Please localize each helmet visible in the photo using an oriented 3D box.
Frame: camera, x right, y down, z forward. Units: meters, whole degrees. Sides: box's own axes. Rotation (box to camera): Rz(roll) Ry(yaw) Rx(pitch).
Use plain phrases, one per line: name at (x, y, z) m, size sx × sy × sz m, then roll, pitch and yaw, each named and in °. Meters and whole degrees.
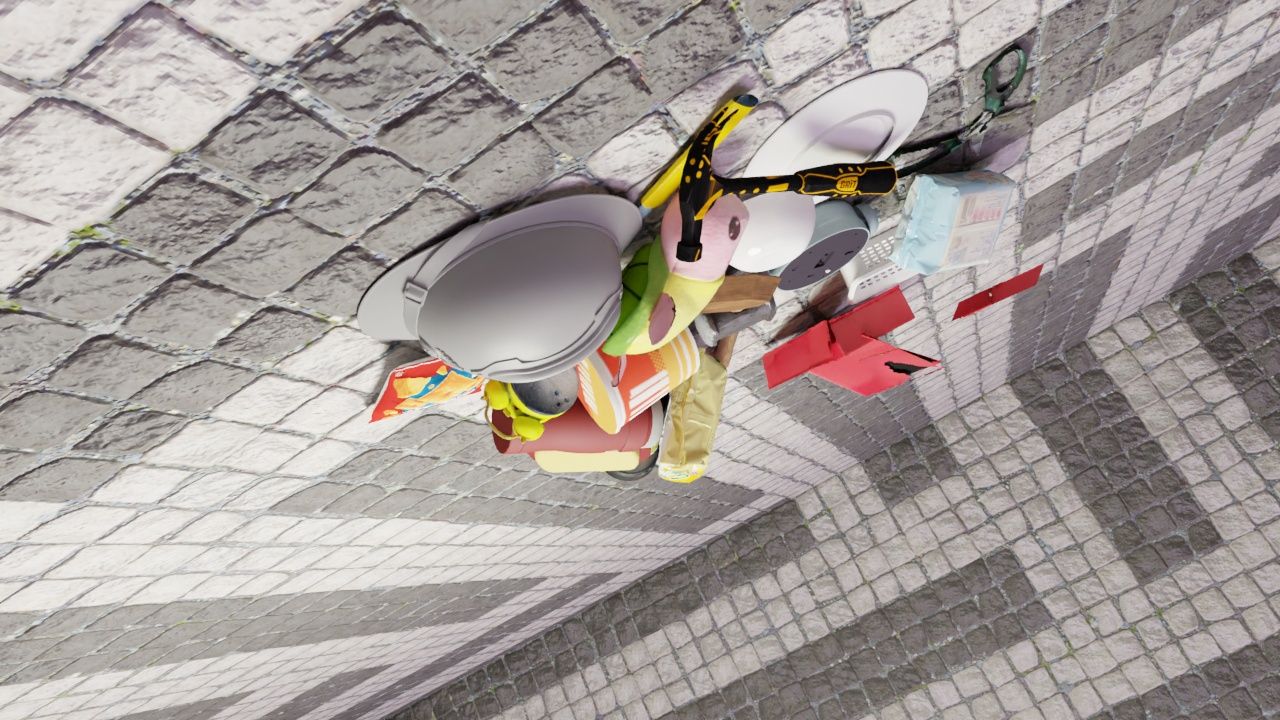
helmet at (-0.104, -0.036, 0.813) m, size 0.271 × 0.117 × 0.183 m, roll -23°, pitch 160°, yaw -4°

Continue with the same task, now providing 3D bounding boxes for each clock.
clock at (0.213, -0.136, 1.073) m, size 0.159 × 0.045 × 0.123 m, roll -19°, pitch 159°, yaw -24°
clock at (-0.121, 0.036, 1.003) m, size 0.118 × 0.083 × 0.057 m, roll -47°, pitch -173°, yaw -34°

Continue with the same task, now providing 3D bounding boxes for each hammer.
hammer at (0.145, -0.165, 0.836) m, size 0.319 × 0.036 × 0.123 m, roll -15°, pitch 122°, yaw -45°
hammer at (0.116, -0.020, 1.250) m, size 0.098 × 0.052 × 0.329 m, roll -24°, pitch 164°, yaw -7°

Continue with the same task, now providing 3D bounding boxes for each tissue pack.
tissue pack at (0.378, -0.170, 1.106) m, size 0.181 × 0.070 × 0.112 m, roll -14°, pitch 123°, yaw -43°

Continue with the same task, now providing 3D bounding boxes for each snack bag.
snack bag at (-0.205, 0.019, 0.941) m, size 0.130 × 0.039 × 0.144 m, roll -17°, pitch 165°, yaw -32°
snack bag at (0.070, 0.082, 1.241) m, size 0.068 × 0.159 × 0.247 m, roll 11°, pitch 169°, yaw 3°

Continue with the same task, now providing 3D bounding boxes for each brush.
brush at (-0.072, 0.118, 1.242) m, size 0.173 × 0.041 × 0.082 m, roll -3°, pitch 145°, yaw 10°

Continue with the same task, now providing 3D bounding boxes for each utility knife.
utility knife at (0.026, -0.159, 0.817) m, size 0.030 × 0.019 × 0.225 m, roll -1°, pitch 147°, yaw -42°

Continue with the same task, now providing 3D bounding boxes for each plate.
plate at (0.195, -0.207, 0.913) m, size 0.208 × 0.015 × 0.209 m, roll -23°, pitch 160°, yaw -9°
plate at (0.092, -0.073, 1.031) m, size 0.131 × 0.025 × 0.131 m, roll -6°, pitch 176°, yaw -1°

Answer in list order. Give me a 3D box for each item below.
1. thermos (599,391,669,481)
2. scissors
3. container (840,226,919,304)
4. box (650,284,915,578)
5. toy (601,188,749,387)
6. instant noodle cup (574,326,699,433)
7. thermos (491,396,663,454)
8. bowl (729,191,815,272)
thermos at (-0.011, 0.101, 1.326) m, size 0.098 × 0.098 × 0.221 m, roll -20°, pitch 156°, yaw -18°
scissors at (0.339, -0.249, 0.993) m, size 0.204 × 0.015 × 0.201 m, roll -30°, pitch 158°, yaw 7°
container at (0.323, -0.132, 1.212) m, size 0.129 × 0.049 × 0.081 m, roll -26°, pitch 161°, yaw -2°
box at (0.194, 0.099, 1.259) m, size 0.477 × 0.171 × 0.215 m, roll -65°, pitch -171°, yaw -19°
toy at (0.022, -0.071, 0.884) m, size 0.239 × 0.087 × 0.189 m, roll -55°, pitch 180°, yaw 38°
instant noodle cup at (-0.009, 0.000, 1.040) m, size 0.121 × 0.123 × 0.124 m, roll -29°, pitch 162°, yaw -18°
thermos at (-0.074, 0.062, 1.121) m, size 0.198 × 0.084 × 0.108 m, roll 0°, pitch 111°, yaw -28°
bowl at (0.132, -0.127, 0.953) m, size 0.114 × 0.050 × 0.115 m, roll -16°, pitch 166°, yaw -4°
